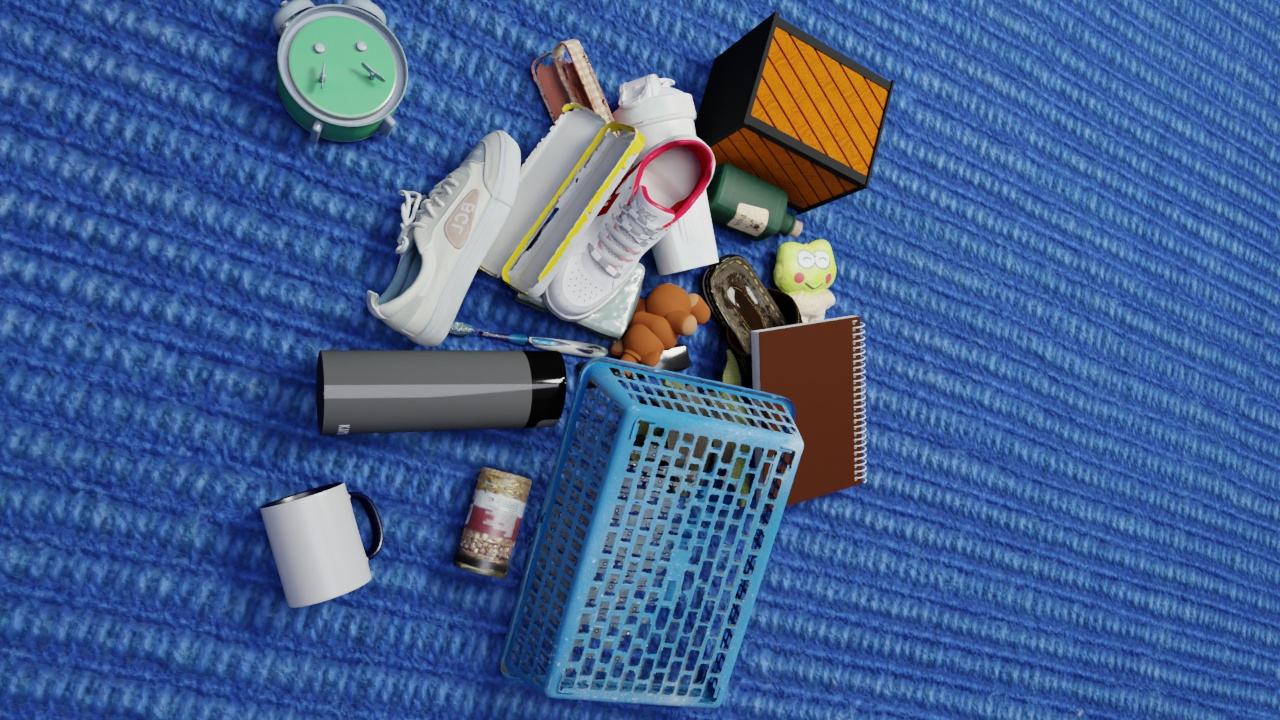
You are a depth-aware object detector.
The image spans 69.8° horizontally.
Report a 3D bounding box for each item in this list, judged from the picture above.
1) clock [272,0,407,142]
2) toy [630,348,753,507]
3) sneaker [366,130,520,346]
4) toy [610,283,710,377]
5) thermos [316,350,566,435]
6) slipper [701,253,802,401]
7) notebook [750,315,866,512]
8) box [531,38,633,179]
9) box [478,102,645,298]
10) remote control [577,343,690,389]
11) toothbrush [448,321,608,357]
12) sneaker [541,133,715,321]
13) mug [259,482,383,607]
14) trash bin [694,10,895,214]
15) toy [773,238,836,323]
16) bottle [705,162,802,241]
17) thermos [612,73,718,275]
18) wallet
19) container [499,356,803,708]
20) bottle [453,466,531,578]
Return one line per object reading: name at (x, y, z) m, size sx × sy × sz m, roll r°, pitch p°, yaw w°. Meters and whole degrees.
clock at (-0.302, -0.306, 0.916) m, size 0.121 × 0.075 × 0.161 m, roll -12°, pitch 90°, yaw -25°
toy at (0.059, 0.083, 1.046) m, size 0.152 × 0.078 × 0.179 m, roll -5°, pitch 90°, yaw -29°
sneaker at (-0.203, -0.139, 0.937) m, size 0.090 × 0.090 × 0.242 m, roll 29°, pitch 78°, yaw -35°
toy at (0.018, -0.031, 1.036) m, size 0.127 × 0.095 × 0.065 m, roll -55°, pitch 139°, yaw -18°
thermos at (-0.199, 0.031, 0.932) m, size 0.240 × 0.082 × 0.082 m, roll 0°, pitch 86°, yaw -24°
slipper at (0.162, -0.006, 1.100) m, size 0.112 × 0.076 × 0.268 m, roll -31°, pitch 98°, yaw -23°
notebook at (0.203, 0.059, 1.082) m, size 0.171 × 0.022 × 0.209 m, roll -9°, pitch 102°, yaw -33°
box at (-0.061, -0.261, 1.026) m, size 0.042 × 0.083 × 0.187 m, roll -27°, pitch 95°, yaw -36°
box at (-0.092, -0.170, 0.963) m, size 0.209 × 0.130 × 0.036 m, roll -56°, pitch 145°, yaw -2°
remote control at (-0.006, 0.006, 1.056) m, size 0.136 × 0.015 × 0.032 m, roll -11°, pitch 90°, yaw -24°
toothbrush at (-0.122, -0.023, 1.006) m, size 0.188 × 0.017 × 0.016 m, roll 9°, pitch 74°, yaw -23°
sneaker at (-0.011, -0.140, 0.947) m, size 0.090 × 0.104 × 0.236 m, roll 45°, pitch 84°, yaw -9°
mug at (-0.298, 0.171, 0.886) m, size 0.111 × 0.079 × 0.097 m, roll -18°, pitch 94°, yaw -53°
trash bin at (0.176, -0.286, 1.093) m, size 0.171 × 0.140 × 0.139 m, roll 21°, pitch 77°, yaw -21°
toy at (0.207, -0.094, 1.145) m, size 0.092 × 0.046 × 0.115 m, roll -6°, pitch 96°, yaw -27°
bottle at (0.138, -0.183, 1.111) m, size 0.131 × 0.061 × 0.061 m, roll 21°, pitch 75°, yaw -21°
thermos at (0.032, -0.211, 1.049) m, size 0.099 × 0.099 × 0.220 m, roll -16°, pitch 96°, yaw -25°
wallet at (-0.068, -0.085, 1.018) m, size 0.131 × 0.054 × 0.100 m, roll 26°, pitch 68°, yaw -18°
container at (0.023, 0.198, 0.955) m, size 0.257 × 0.089 × 0.362 m, roll 12°, pitch 99°, yaw -23°
bottle at (-0.153, 0.168, 0.955) m, size 0.056 × 0.056 × 0.105 m, roll 19°, pitch 79°, yaw -22°
